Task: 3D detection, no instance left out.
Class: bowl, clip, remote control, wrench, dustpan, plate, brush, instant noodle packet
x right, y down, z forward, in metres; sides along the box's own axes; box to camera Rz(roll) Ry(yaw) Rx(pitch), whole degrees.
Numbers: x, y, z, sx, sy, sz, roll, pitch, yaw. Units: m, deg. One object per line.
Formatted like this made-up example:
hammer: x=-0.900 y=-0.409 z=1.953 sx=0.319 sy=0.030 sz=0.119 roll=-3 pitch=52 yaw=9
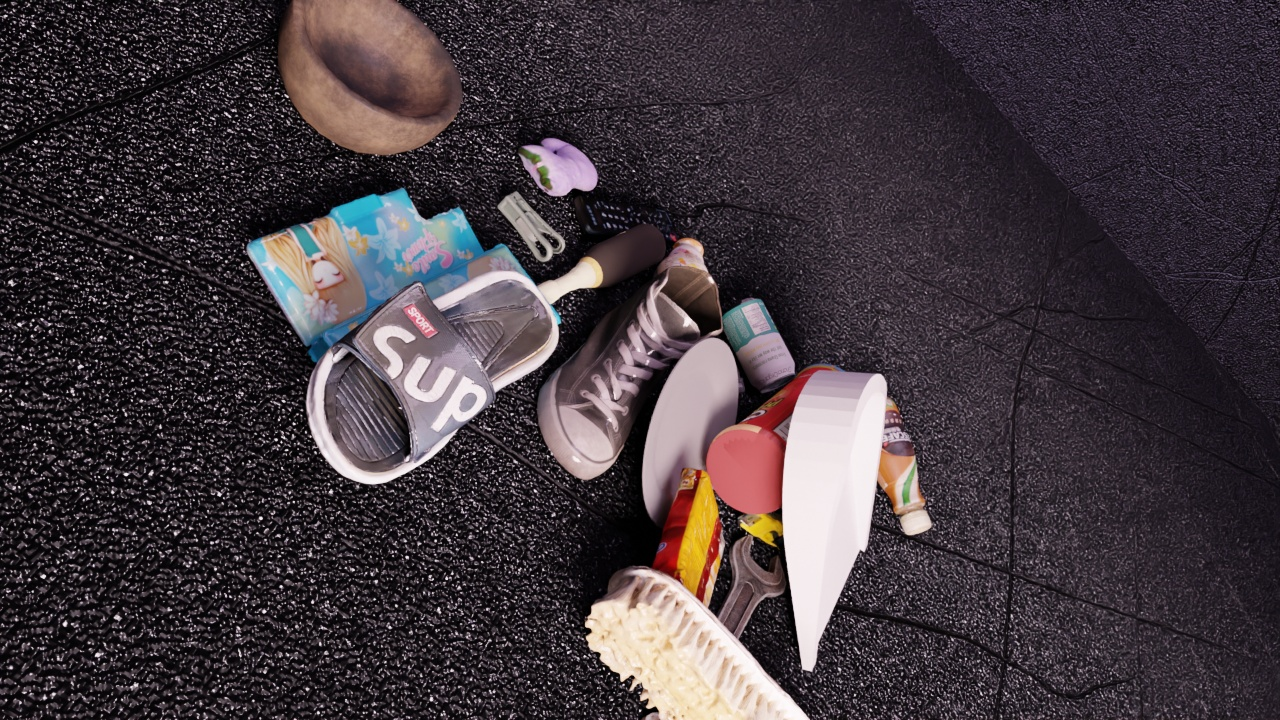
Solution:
bowl: x=-0.246 y=-0.252 z=0.817 sx=0.162 sy=0.070 sz=0.162 roll=27 pitch=44 yaw=-30
clip: x=-0.108 y=-0.133 z=0.909 sx=0.075 sy=0.023 sz=0.037 roll=49 pitch=39 yaw=-2
remote control: x=-0.016 y=-0.153 z=1.025 sx=0.150 sy=0.022 sz=0.047 roll=-1 pitch=61 yaw=-49
wrench: x=0.069 y=0.247 z=0.804 sx=0.070 sy=0.010 sz=0.272 roll=50 pitch=37 yaw=-4
dustpan: x=0.196 y=0.134 z=0.867 sx=0.190 sy=0.053 sz=0.258 roll=-46 pitch=132 yaw=-49
plate: x=0.044 y=0.066 z=0.833 sx=0.177 sy=0.012 sz=0.179 roll=-33 pitch=130 yaw=-51
brush: x=0.066 y=0.268 z=0.706 sx=0.271 sy=0.083 sz=0.056 roll=49 pitch=37 yaw=-6
instant noodle packet: x=0.042 y=0.166 z=0.785 sx=0.135 sy=0.040 sz=0.099 roll=-68 pitch=154 yaw=-49

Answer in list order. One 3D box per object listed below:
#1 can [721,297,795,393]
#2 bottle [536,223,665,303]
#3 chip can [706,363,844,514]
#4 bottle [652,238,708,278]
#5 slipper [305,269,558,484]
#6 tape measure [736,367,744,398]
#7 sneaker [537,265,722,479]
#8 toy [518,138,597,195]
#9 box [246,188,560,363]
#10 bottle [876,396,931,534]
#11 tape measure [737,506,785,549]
can: x=0.134 y=-0.018 z=1.047 sx=0.054 sy=0.055 sz=0.101 roll=-8 pitch=67 yaw=-49
bottle: x=-0.044 y=-0.093 z=0.928 sx=0.184 sy=0.046 sz=0.045 roll=-32 pitch=86 yaw=-46
chip can: x=0.150 y=0.072 z=0.921 sx=0.087 sy=0.087 sz=0.212 roll=56 pitch=35 yaw=3
bottle: x=0.046 y=-0.088 z=1.001 sx=0.063 sy=0.063 sz=0.108 roll=36 pitch=42 yaw=-21
slipper: x=-0.140 y=-0.007 z=0.687 sx=0.111 sy=0.063 sz=0.263 roll=55 pitch=35 yaw=-2
tape measure: x=0.075 y=0.013 z=0.978 sx=0.065 sy=0.036 sz=0.058 roll=6 pitch=66 yaw=-48
sneaker: x=-0.005 y=0.005 z=0.829 sx=0.095 sy=0.120 sz=0.234 roll=47 pitch=40 yaw=-8
toy: x=-0.090 y=-0.208 z=0.978 sx=0.080 sy=0.037 sz=0.099 roll=50 pitch=31 yaw=13
box: x=-0.186 y=-0.056 z=0.757 sx=0.181 sy=0.039 sz=0.226 roll=53 pitch=38 yaw=-3
bottle: x=0.306 y=0.127 z=1.110 sx=0.059 sy=0.059 sz=0.167 roll=10 pitch=55 yaw=-42
tape measure: x=0.133 y=0.152 z=0.923 sx=0.072 sy=0.042 sz=0.071 roll=37 pitch=32 yaw=-13
